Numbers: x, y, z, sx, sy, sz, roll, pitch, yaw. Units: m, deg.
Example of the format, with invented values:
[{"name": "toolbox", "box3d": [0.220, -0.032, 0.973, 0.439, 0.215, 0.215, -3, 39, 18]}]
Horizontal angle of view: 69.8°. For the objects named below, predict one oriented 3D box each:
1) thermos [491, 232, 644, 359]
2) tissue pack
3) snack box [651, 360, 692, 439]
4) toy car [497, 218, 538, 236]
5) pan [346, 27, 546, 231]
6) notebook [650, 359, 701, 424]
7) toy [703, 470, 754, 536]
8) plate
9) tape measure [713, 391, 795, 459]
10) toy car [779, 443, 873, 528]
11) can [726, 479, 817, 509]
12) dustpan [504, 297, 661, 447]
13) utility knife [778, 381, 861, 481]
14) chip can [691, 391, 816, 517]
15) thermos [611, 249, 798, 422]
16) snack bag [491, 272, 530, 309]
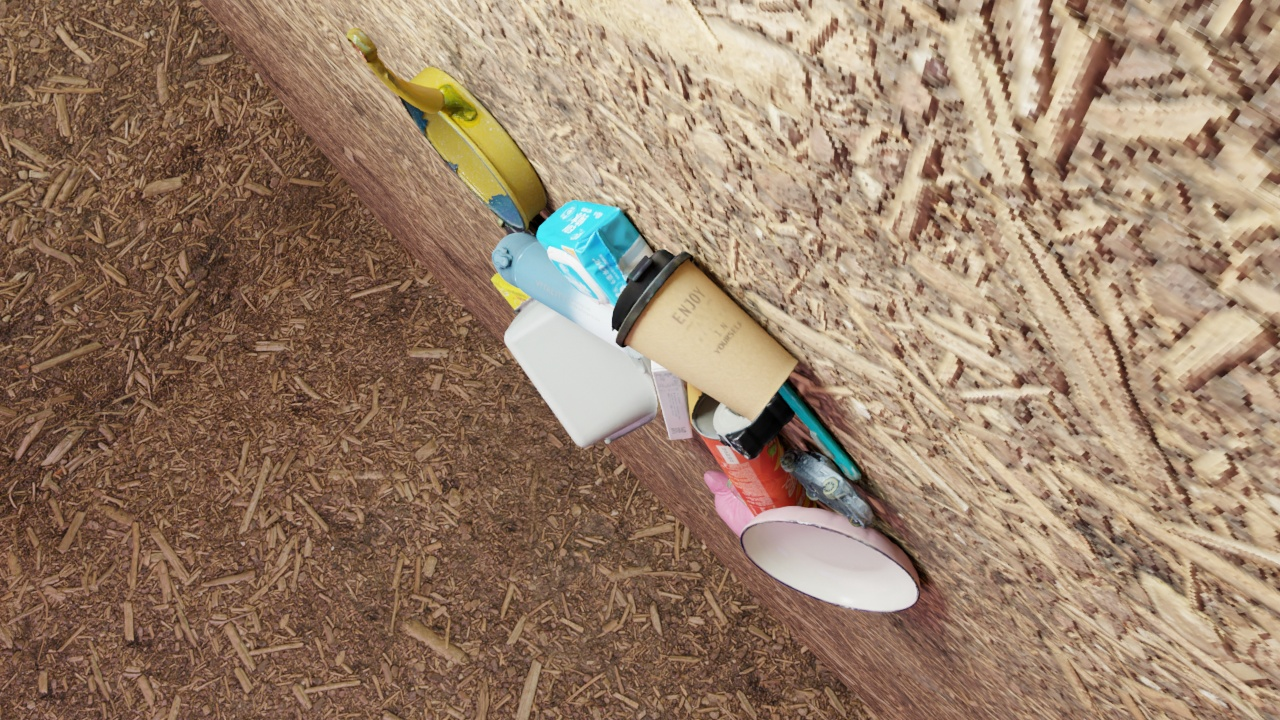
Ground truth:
[{"name": "thermos", "box3d": [-0.071, -0.075, 0.980, 0.220, 0.070, 0.070, 30, 164, 33]}, {"name": "tissue pack", "box3d": [-0.037, -0.094, 0.843, 0.090, 0.063, 0.140, 51, 170, -27]}, {"name": "snack box", "box3d": [0.030, 0.009, 0.908, 0.157, 0.027, 0.084, 76, -171, -60]}, {"name": "toy car", "box3d": [-0.138, -0.146, 1.145, 0.070, 0.042, 0.158, 45, 172, 9]}, {"name": "pan", "box3d": [-0.195, -0.234, 0.906, 0.197, 0.078, 0.358, 44, 171, 13]}, {"name": "notebook", "box3d": [0.011, -0.016, 1.038, 0.206, 0.010, 0.146, 46, 159, 3]}, {"name": "toy", "box3d": [0.164, 0.216, 1.246, 0.194, 0.074, 0.178, 41, 176, 9]}, {"name": "plate", "box3d": [0.202, 0.205, 0.970, 0.192, 0.038, 0.193, 19, 150, 12]}, {"name": "tape measure", "box3d": [0.101, 0.053, 0.849, 0.033, 0.065, 0.066, 48, 170, -27]}, {"name": "toy car", "box3d": [0.176, 0.116, 0.862, 0.054, 0.036, 0.120, 48, 175, -26]}, {"name": "can", "box3d": [0.174, 0.181, 1.098, 0.147, 0.058, 0.058, 43, 171, 21]}, {"name": "dustpan", "box3d": [-0.059, -0.004, 1.135, 0.222, 0.143, 0.257, 55, -174, -3]}, {"name": "utility knife", "box3d": [0.148, 0.054, 0.805, 0.160, 0.013, 0.029, 49, 171, -16]}, {"name": "chip can", "box3d": [0.124, 0.112, 0.981, 0.073, 0.073, 0.216, 38, 168, 44]}, {"name": "thermos", "box3d": [0.049, -0.019, 0.725, 0.143, 0.093, 0.093, 38, 170, 6]}, {"name": "snack bag", "box3d": [-0.120, -0.070, 1.319, 0.158, 0.068, 0.246, 51, 170, -24]}]
